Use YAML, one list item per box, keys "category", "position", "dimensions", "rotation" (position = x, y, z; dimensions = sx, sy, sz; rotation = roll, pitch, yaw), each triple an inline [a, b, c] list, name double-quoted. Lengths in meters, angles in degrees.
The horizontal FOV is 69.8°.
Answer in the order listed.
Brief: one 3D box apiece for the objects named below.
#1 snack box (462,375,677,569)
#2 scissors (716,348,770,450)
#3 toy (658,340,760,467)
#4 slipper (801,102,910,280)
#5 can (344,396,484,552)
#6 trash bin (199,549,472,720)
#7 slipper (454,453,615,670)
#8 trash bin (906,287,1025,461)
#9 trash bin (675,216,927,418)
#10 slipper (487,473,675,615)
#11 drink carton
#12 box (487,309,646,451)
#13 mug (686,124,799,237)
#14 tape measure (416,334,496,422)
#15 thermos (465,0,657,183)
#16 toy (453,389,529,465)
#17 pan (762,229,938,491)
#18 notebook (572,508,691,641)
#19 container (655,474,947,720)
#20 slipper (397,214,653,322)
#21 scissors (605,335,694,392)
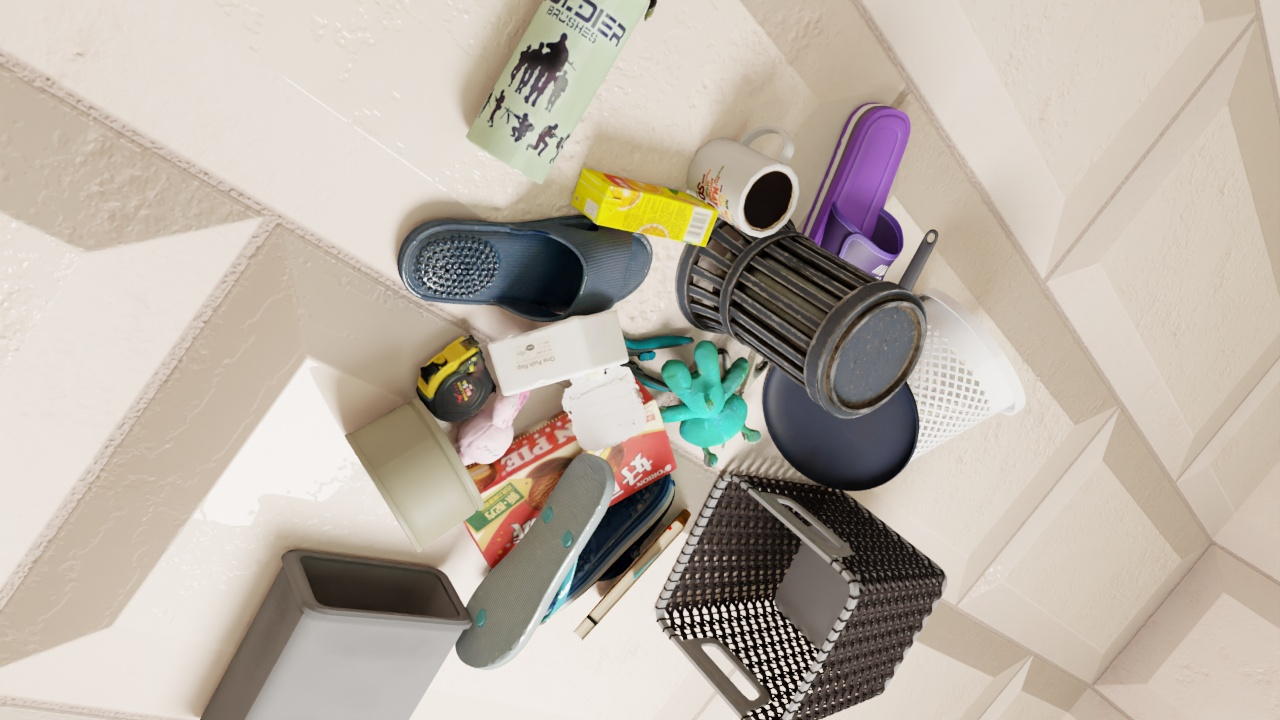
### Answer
- category: "snack box"
  position: [-0.084, 0.120, 0.991]
  dimensions: [0.236, 0.060, 0.113]
  rotation: [-27, 131, -12]
- category: "scissors"
  position: [0.124, 0.033, 1.127]
  dimensions: [0.162, 0.012, 0.158]
  rotation: [-48, 133, 2]
- category: "toy"
  position: [0.079, 0.053, 1.054]
  dimensions: [0.130, 0.072, 0.193]
  rotation: [-30, 139, -2]
- category: "slipper"
  position: [0.258, -0.152, 1.055]
  dimensions: [0.107, 0.084, 0.267]
  rotation: [-4, 120, -34]
- category: "can"
  position: [-0.209, 0.105, 0.855]
  dimensions: [0.073, 0.128, 0.128]
  rotation: [-32, 132, -18]
- category: "trash bin"
  position: [-0.313, 0.318, 0.941]
  dimensions: [0.191, 0.097, 0.220]
  rotation: [20, 106, -42]
- category: "slipper"
  position: [-0.097, 0.218, 0.943]
  dimensions: [0.054, 0.098, 0.269]
  rotation: [25, 106, -38]
- category: "trash bin"
  position: [0.349, 0.043, 1.192]
  dimensions: [0.199, 0.195, 0.195]
  rotation: [-36, 134, 1]
- category: "trash bin"
  position: [0.168, -0.054, 0.953]
  dimensions: [0.164, 0.227, 0.164]
  rotation: [-18, 127, -26]
- category: "slipper"
  position: [-0.057, 0.217, 1.053]
  dimensions: [0.252, 0.105, 0.095]
  rotation: [-39, 137, -7]
- category: "drink carton"
  position: [0.004, -0.147, 0.893]
  dimensions: [0.134, 0.058, 0.043]
  rotation: [6, 114, -37]
- category: "box"
  position: [-0.061, 0.030, 0.887]
  dimensions: [0.128, 0.109, 0.137]
  rotation: [-14, 91, -65]
- category: "mug"
  position: [0.110, -0.188, 0.921]
  dimensions: [0.073, 0.089, 0.105]
  rotation: [22, 104, -42]
- category: "tape measure"
  position: [-0.178, 0.022, 0.884]
  dimensions: [0.072, 0.042, 0.071]
  rotation: [-35, 139, -19]
- category: "thermos"
  position: [-0.052, -0.264, 0.763]
  dimensions: [0.082, 0.082, 0.231]
  rotation: [24, 102, -43]
- category: "toy"
  position: [-0.148, 0.068, 0.921]
  dimensions: [0.110, 0.047, 0.063]
  rotation: [-54, 172, 20]
- category: "pan"
  position: [0.264, 0.002, 1.073]
  dimensions: [0.021, 0.199, 0.357]
  rotation: [-30, 147, -50]
- category: "notebook"
  position: [-0.008, 0.248, 1.066]
  dimensions: [0.178, 0.014, 0.249]
  rotation: [-47, 172, -1]
- category: "container"
  position: [0.218, 0.315, 1.222]
  dimensions: [0.243, 0.247, 0.246]
  rotation: [8, 113, -43]
- category: "slipper"
  position: [-0.090, -0.077, 0.856]
  dimensions: [0.263, 0.082, 0.101]
  rotation: [-3, 121, -34]
- category: "scissors"
  position: [-0.001, 0.002, 1.014]
  dimensions: [0.156, 0.019, 0.125]
  rotation: [-29, 130, -16]
